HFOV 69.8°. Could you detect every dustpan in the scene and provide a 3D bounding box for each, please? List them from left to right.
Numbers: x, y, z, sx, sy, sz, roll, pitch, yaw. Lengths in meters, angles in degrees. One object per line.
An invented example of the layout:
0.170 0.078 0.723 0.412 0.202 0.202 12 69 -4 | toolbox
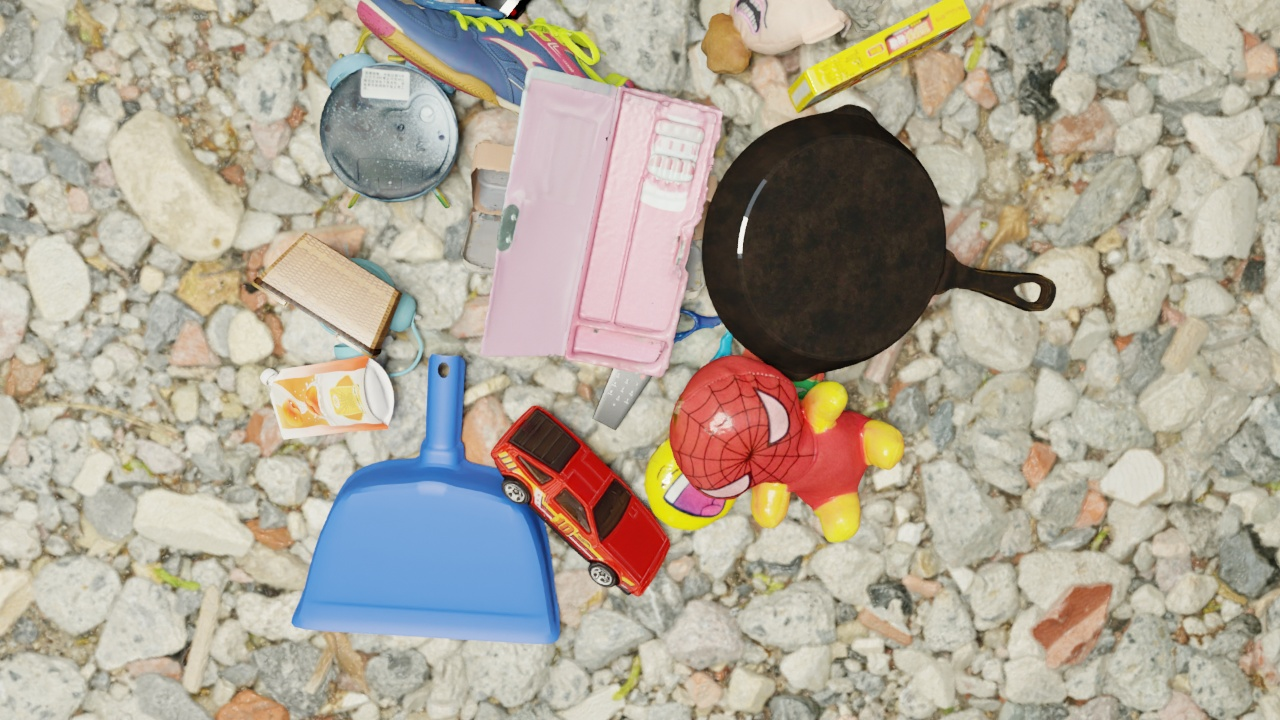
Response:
-0.187 0.123 0.839 0.245 0.059 0.258 5 104 -4 | dustpan

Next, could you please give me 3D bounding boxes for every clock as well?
-0.248 -0.039 0.833 0.087 0.042 0.123 -37 102 1 | clock
-0.216 -0.214 0.805 0.118 0.060 0.162 2 95 -4 | clock

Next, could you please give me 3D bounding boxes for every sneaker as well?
-0.113 -0.258 0.769 0.241 0.116 0.091 21 101 -32 | sneaker

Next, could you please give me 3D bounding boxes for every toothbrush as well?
-0.183 -0.315 0.810 0.132 0.021 0.016 16 106 8 | toothbrush

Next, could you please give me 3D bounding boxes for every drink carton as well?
-0.286 0.034 0.826 0.122 0.038 0.069 -8 102 22 | drink carton

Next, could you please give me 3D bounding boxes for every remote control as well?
-0.005 0.005 0.862 0.039 0.010 0.125 28 93 -5 | remote control

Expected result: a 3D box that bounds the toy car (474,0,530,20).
-0.108 -0.340 0.811 0.042 0.036 0.092 42 92 -6 | toy car

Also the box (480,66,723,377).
-0.035 -0.109 0.754 0.179 0.059 0.233 7 106 -22 | box

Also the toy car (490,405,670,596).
-0.051 0.127 0.830 0.189 0.081 0.056 47 133 -8 | toy car

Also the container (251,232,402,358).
-0.258 -0.057 0.778 0.114 0.063 0.061 33 86 -9 | container

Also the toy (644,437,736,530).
0.049 0.112 0.860 0.095 0.041 0.094 -42 100 -9 | toy

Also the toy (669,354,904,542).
0.120 0.074 0.816 0.216 0.099 0.147 23 98 -20 | toy

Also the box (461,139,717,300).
-0.043 -0.132 0.807 0.216 0.094 0.108 7 129 -5 | box

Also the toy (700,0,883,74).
0.127 -0.316 0.800 0.176 0.076 0.132 -32 52 16 | toy

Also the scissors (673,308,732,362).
0.076 -0.041 0.855 0.110 0.015 0.132 31 94 -16 | scissors

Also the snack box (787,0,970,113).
0.209 -0.271 0.816 0.152 0.075 0.025 -27 94 -1 | snack box

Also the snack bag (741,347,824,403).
0.140 -0.013 0.859 0.087 0.044 0.155 17 100 -14 | snack bag

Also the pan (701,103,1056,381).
0.229 -0.087 0.815 0.355 0.043 0.249 10 99 -17 | pan
